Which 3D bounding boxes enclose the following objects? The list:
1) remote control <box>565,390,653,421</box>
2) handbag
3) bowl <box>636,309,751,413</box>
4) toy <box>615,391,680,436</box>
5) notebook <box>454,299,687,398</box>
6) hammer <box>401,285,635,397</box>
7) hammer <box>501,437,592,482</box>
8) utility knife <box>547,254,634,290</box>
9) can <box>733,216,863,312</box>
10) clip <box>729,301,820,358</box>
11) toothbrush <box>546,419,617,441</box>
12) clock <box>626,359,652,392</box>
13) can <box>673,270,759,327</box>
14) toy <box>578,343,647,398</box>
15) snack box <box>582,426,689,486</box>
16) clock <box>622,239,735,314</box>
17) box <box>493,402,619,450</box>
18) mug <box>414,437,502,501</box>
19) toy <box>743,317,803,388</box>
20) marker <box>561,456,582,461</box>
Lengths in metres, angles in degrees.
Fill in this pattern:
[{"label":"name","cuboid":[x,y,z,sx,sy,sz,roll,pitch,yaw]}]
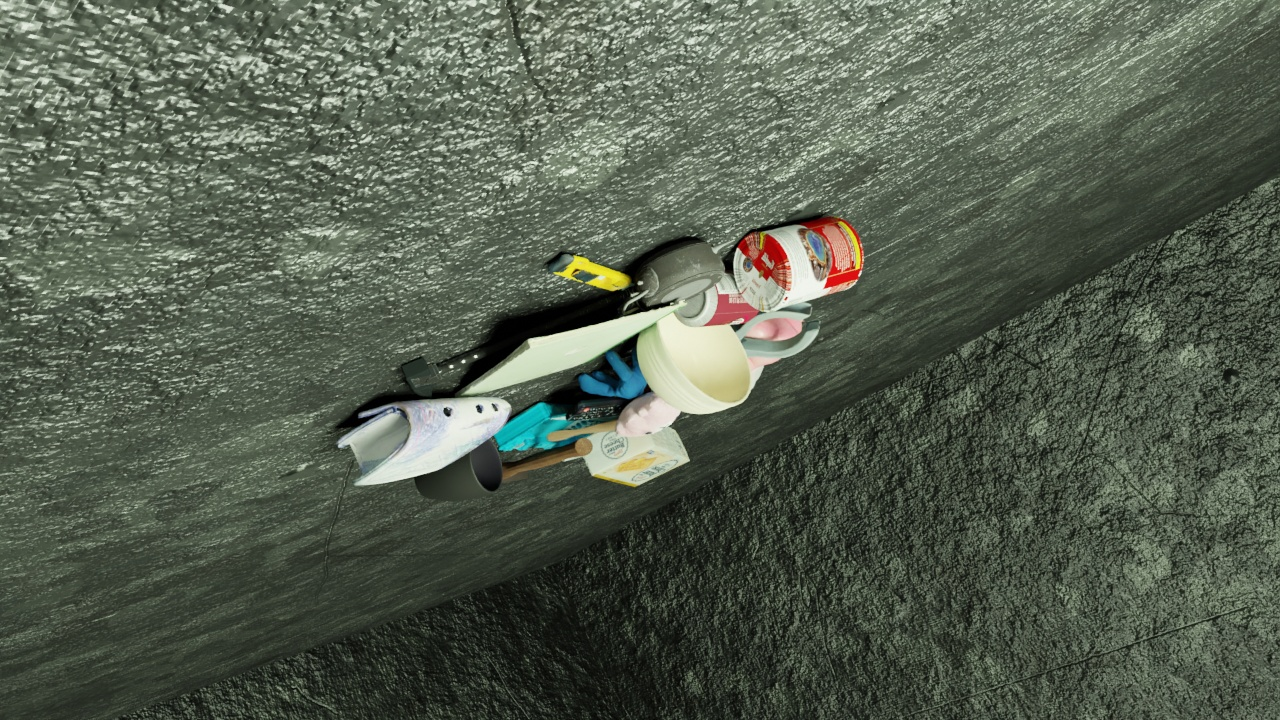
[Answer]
[{"label":"remote control","cuboid":[-0.028,0.059,1.232,0.150,0.022,0.047,-5,158,-35]},{"label":"handbag","cuboid":[-0.238,0.077,1.017,0.127,0.069,0.158,-32,165,29]},{"label":"bowl","cuboid":[0.050,0.002,1.063,0.076,0.150,0.150,-36,162,34]},{"label":"toy","cuboid":[0.018,0.065,1.193,0.099,0.052,0.096,-22,168,-22]},{"label":"notebook","cuboid":[-0.083,-0.008,0.997,0.181,0.010,0.253,-15,174,-29]},{"label":"hammer","cuboid":[-0.090,-0.037,0.970,0.324,0.015,0.095,-23,167,-10]},{"label":"hammer","cuboid":[-0.170,0.155,1.369,0.115,0.033,0.324,-6,170,-38]},{"label":"utility knife","cuboid":[-0.042,-0.083,0.885,0.030,0.017,0.162,-20,172,21]},{"label":"can","cuboid":[0.174,-0.107,1.010,0.116,0.086,0.087,-17,164,-33]},{"label":"clip","cuboid":[0.149,-0.018,1.133,0.164,0.107,0.027,-13,-144,30]},{"label":"toothbrush","cuboid":[-0.047,0.092,1.263,0.166,0.016,0.016,-10,170,-7]},{"label":"clock","cuboid":[0.027,0.013,1.284,0.096,0.048,0.138,-17,164,-29]},{"label":"can","cuboid":[0.088,-0.071,1.045,0.063,0.063,0.114,-35,163,35]},{"label":"toy","cuboid":[-0.007,0.007,1.172,0.177,0.071,0.112,-35,174,35]},{"label":"snack box","cuboid":[-0.006,0.137,1.379,0.104,0.057,0.208,-27,161,10]},{"label":"clock","cuboid":[0.033,-0.087,0.928,0.122,0.043,0.091,-20,169,-11]},{"label":"box","cuboid":[-0.087,0.086,1.348,0.185,0.056,0.226,-21,168,19]},{"label":"mug","cuboid":[-0.248,0.144,1.261,0.100,0.085,0.118,-16,-160,18]},{"label":"toy","cuboid":[0.143,-0.011,1.259,0.141,0.084,0.214,-46,178,-40]},{"label":"marker","cuboid":[-0.065,0.131,1.420,0.132,0.023,0.027,-10,178,-37]}]
